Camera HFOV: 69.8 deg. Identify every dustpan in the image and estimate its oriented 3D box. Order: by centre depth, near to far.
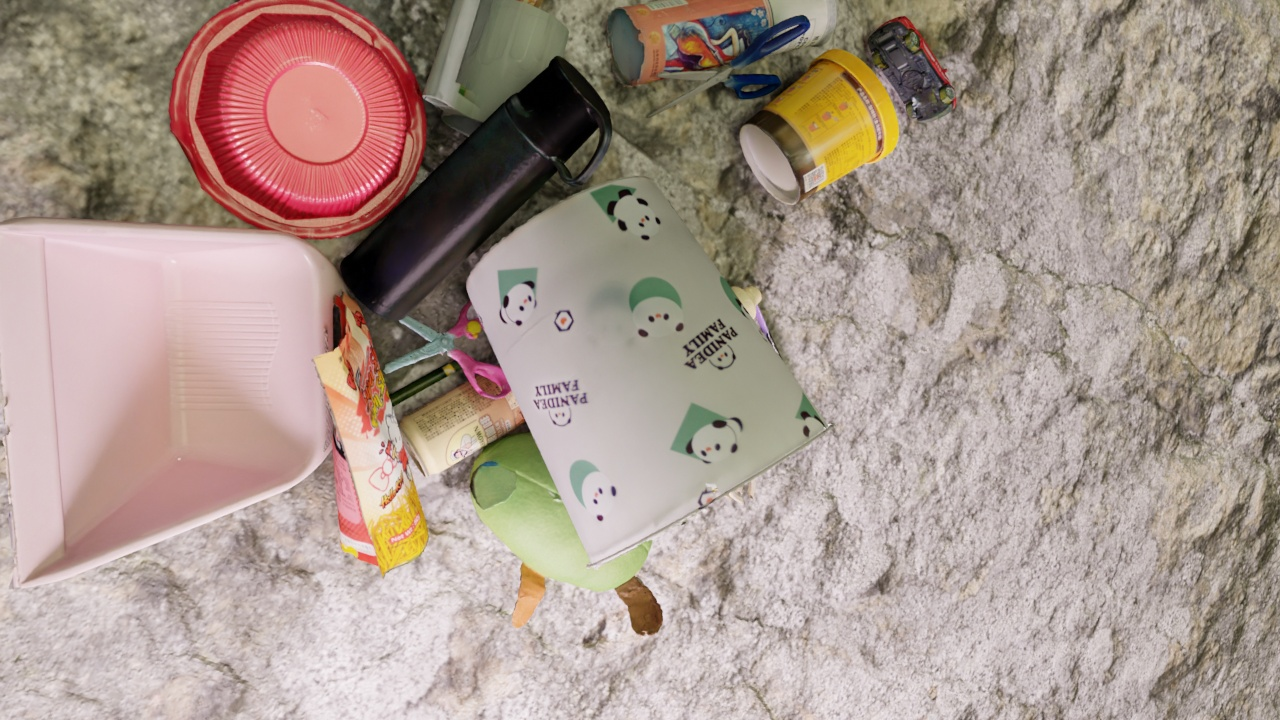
[{"bbox_3d":[-0.301,0.008,0.648,0.139,0.273,0.223,2,102,-3],"label":"dustpan"}]

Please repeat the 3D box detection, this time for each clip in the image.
[{"bbox_3d":[0.090,0.102,0.964,0.070,0.035,0.100,-27,102,-20],"label":"clip"}]

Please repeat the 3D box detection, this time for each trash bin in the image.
[{"bbox_3d":[-0.004,0.004,0.754,0.229,0.230,0.252,-28,83,-20],"label":"trash bin"}]

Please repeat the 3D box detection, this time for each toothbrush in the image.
[{"bbox_3d":[-0.228,0.045,0.799,0.185,0.012,0.017,-31,118,-19],"label":"toothbrush"},{"bbox_3d":[0.153,0.006,0.987,0.016,0.014,0.189,-36,114,-25],"label":"toothbrush"}]

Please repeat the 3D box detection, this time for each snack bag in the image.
[{"bbox_3d":[-0.220,0.061,0.729,0.073,0.128,0.208,-6,117,-7],"label":"snack bag"}]

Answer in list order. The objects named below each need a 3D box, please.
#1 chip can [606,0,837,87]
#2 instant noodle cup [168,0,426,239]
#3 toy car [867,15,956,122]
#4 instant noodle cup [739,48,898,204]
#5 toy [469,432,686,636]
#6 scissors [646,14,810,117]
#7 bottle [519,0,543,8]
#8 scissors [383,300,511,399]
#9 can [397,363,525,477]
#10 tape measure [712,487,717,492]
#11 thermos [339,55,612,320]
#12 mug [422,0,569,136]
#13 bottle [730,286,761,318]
[{"bbox_3d":[0.076,-0.310,0.854,0.214,0.071,0.071,-19,108,-22],"label":"chip can"},{"bbox_3d":[-0.256,-0.188,0.710,0.193,0.066,0.194,-6,103,-25],"label":"instant noodle cup"},{"bbox_3d":[0.291,-0.310,0.974,0.120,0.053,0.045,50,51,-21],"label":"toy car"},{"bbox_3d":[0.170,-0.222,0.897,0.114,0.118,0.118,-36,114,-9],"label":"instant noodle cup"},{"bbox_3d":[-0.059,0.146,0.857,0.246,0.090,0.226,36,63,-28],"label":"toy"},{"bbox_3d":[0.085,-0.268,0.851,0.175,0.163,0.012,-9,74,-50],"label":"scissors"},{"bbox_3d":[-0.176,-0.341,0.721,0.218,0.065,0.065,13,93,-28],"label":"bottle"},{"bbox_3d":[-0.160,-0.010,0.786,0.133,0.017,0.133,-31,79,-42],"label":"scissors"},{"bbox_3d":[-0.153,0.051,0.812,0.116,0.058,0.058,-30,112,-19],"label":"can"},{"bbox_3d":[0.057,0.112,0.932,0.028,0.060,0.057,-3,72,-29],"label":"tape measure"},{"bbox_3d":[-0.126,-0.123,0.714,0.243,0.090,0.068,-38,156,19],"label":"thermos"},{"bbox_3d":[-0.119,-0.239,0.747,0.123,0.084,0.103,19,88,-64],"label":"mug"},{"bbox_3d":[0.064,-0.031,0.910,0.149,0.067,0.067,-35,113,-25],"label":"bottle"}]
